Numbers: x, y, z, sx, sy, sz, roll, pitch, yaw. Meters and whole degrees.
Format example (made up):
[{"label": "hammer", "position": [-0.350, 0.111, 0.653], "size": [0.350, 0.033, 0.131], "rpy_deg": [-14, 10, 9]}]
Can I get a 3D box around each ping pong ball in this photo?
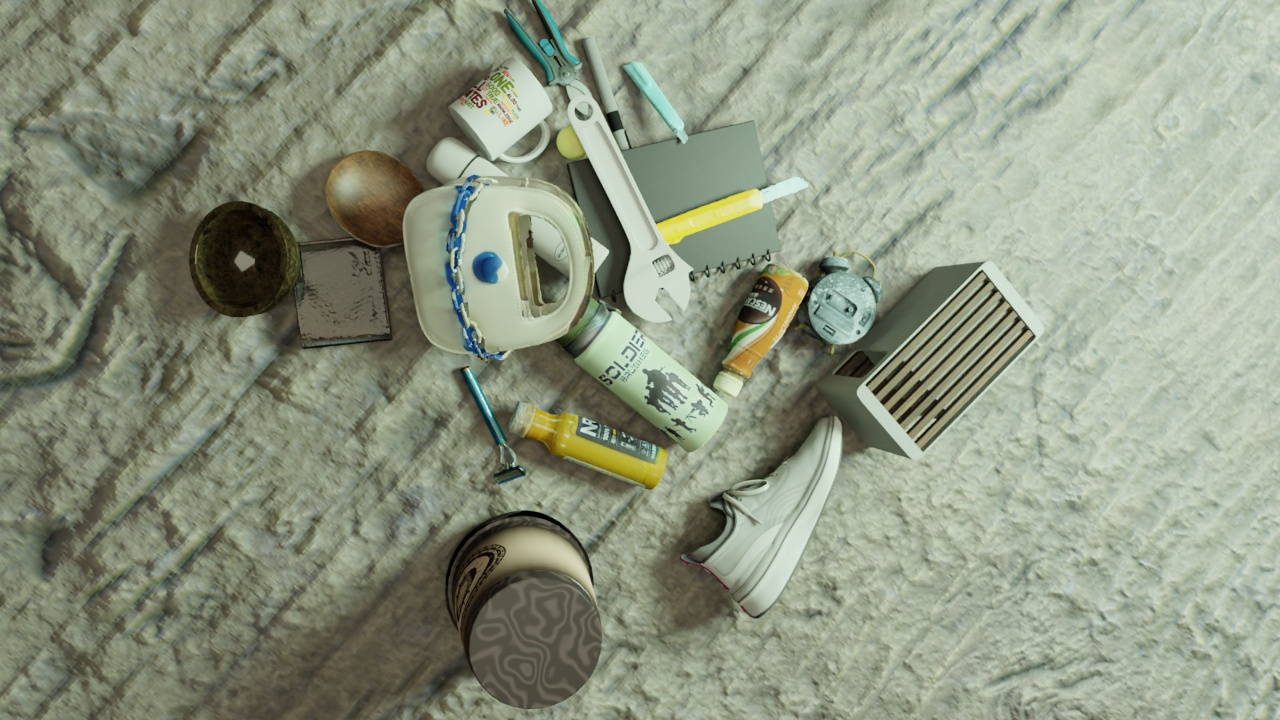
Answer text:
[{"label": "ping pong ball", "position": [-0.077, -0.253, 1.061], "size": [0.040, 0.040, 0.040], "rpy_deg": [-1, 93, -12]}]

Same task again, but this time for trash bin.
[{"label": "trash bin", "position": [0.351, -0.003, 1.123], "size": [0.228, 0.114, 0.114], "rpy_deg": [-44, 100, -7]}]

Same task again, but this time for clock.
[{"label": "clock", "position": [0.247, -0.076, 1.130], "size": [0.090, 0.052, 0.129], "rpy_deg": [33, 87, -11]}]

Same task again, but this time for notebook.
[{"label": "notebook", "position": [0.044, -0.176, 1.093], "size": [0.231, 0.019, 0.169], "rpy_deg": [-15, 101, -10]}]

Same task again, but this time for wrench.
[{"label": "wrench", "position": [-0.021, -0.170, 1.053], "size": [0.087, 0.018, 0.273], "rpy_deg": [-27, 101, 3]}]

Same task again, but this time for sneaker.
[{"label": "sneaker", "position": [0.156, 0.170, 1.112], "size": [0.129, 0.097, 0.262], "rpy_deg": [28, 77, 12]}]

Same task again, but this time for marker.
[{"label": "marker", "position": [-0.039, -0.310, 1.079], "size": [0.016, 0.016, 0.140], "rpy_deg": [-20, 96, -10]}]

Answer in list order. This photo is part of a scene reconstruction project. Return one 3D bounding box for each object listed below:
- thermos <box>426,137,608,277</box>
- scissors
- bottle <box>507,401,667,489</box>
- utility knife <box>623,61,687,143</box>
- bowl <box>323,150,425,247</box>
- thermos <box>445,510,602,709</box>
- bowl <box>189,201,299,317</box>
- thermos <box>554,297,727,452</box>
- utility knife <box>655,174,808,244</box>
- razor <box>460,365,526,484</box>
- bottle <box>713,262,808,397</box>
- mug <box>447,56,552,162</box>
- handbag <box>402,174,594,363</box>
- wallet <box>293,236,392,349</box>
[{"label": "thermos", "position": [-0.140, -0.169, 1.037], "size": [0.224, 0.052, 0.052], "rpy_deg": [36, 85, -5]}, {"label": "scissors", "position": [-0.106, -0.353, 1.062], "size": [0.148, 0.019, 0.132], "rpy_deg": [9, 93, -13]}, {"label": "bottle", "position": [-0.062, 0.097, 1.075], "size": [0.186, 0.053, 0.053], "rpy_deg": [22, 88, -11]}, {"label": "utility knife", "position": [0.022, -0.304, 1.077], "size": [0.022, 0.015, 0.119], "rpy_deg": [-32, 81, -13]}, {"label": "bowl", "position": [-0.295, -0.177, 1.025], "size": [0.114, 0.026, 0.101], "rpy_deg": [46, 70, -6]}, {"label": "thermos", "position": [-0.122, 0.264, 0.982], "size": [0.172, 0.226, 0.172], "rpy_deg": [-1, 93, -12]}, {"label": "bowl", "position": [-0.414, -0.107, 0.985], "size": [0.121, 0.056, 0.121], "rpy_deg": [1, 92, 15]}, {"label": "thermos", "position": [-0.006, 0.006, 1.072], "size": [0.231, 0.082, 0.082], "rpy_deg": [39, 85, -10]}, {"label": "utility knife", "position": [0.105, -0.178, 1.087], "size": [0.206, 0.018, 0.030], "rpy_deg": [-20, 106, -4]}, {"label": "razor", "position": [-0.175, 0.073, 1.069], "size": [0.042, 0.022, 0.144], "rpy_deg": [-21, 94, 26]}, {"label": "bottle", "position": [0.140, -0.034, 1.107], "size": [0.059, 0.059, 0.167], "rpy_deg": [30, 87, -11]}, {"label": "mug", "position": [-0.149, -0.271, 1.035], "size": [0.089, 0.073, 0.105], "rpy_deg": [-41, 125, -7]}, {"label": "handbag", "position": [-0.149, -0.100, 0.980], "size": [0.200, 0.092, 0.201], "rpy_deg": [-3, 108, 16]}, {"label": "wallet", "position": [-0.334, -0.077, 1.024], "size": [0.099, 0.031, 0.120], "rpy_deg": [-7, 92, -13]}]
